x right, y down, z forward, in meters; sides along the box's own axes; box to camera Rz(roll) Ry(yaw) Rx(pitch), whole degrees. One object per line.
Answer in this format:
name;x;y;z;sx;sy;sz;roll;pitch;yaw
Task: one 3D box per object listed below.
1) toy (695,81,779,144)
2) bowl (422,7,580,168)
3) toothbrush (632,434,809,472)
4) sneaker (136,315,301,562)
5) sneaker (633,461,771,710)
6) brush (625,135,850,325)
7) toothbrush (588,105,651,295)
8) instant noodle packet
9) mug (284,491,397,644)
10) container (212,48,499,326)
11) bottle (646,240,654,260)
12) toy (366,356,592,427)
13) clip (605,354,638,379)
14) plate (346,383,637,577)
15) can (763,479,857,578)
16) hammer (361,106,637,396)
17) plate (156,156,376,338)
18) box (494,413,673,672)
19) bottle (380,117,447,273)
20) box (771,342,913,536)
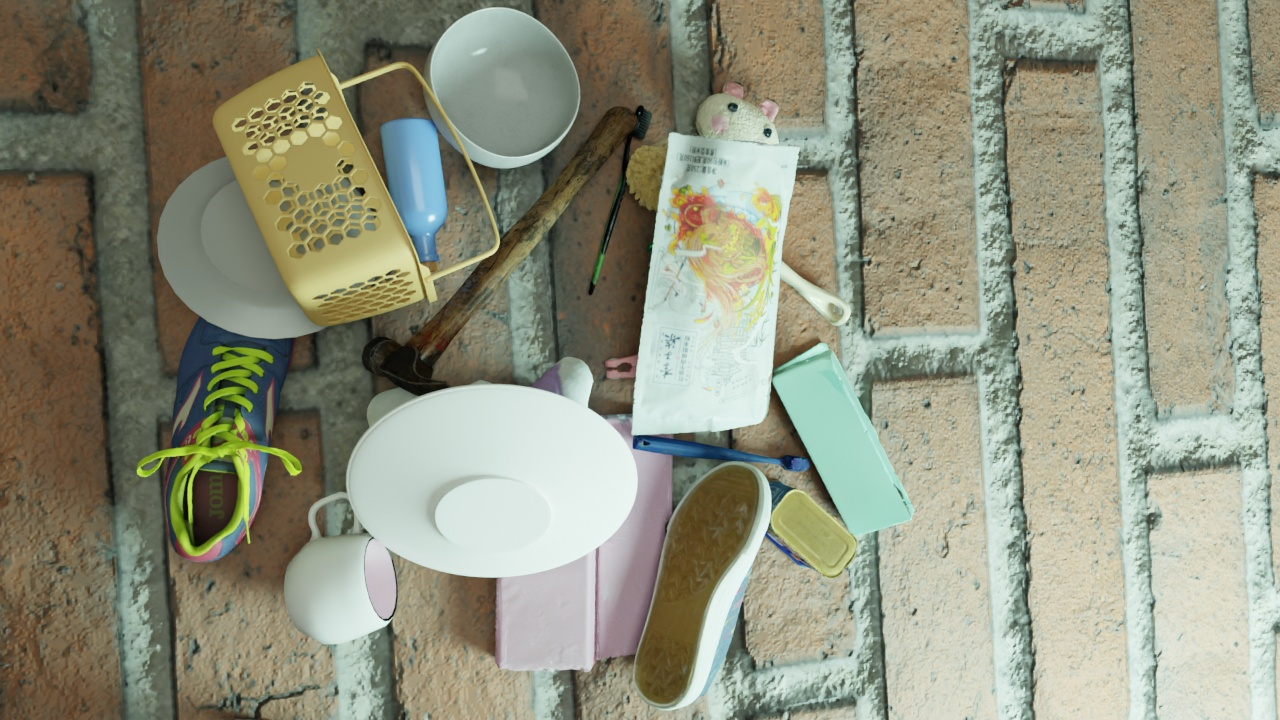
toy;0.091;-0.217;0.881;0.087;0.050;0.112;35;77;-12
bowl;-0.125;-0.234;0.808;0.131;0.064;0.131;2;85;-23
toothbrush;0.080;0.089;0.875;0.189;0.017;0.016;10;81;-24
sneaker;-0.328;0.043;0.743;0.116;0.091;0.241;8;87;-12
sneaker;0.064;0.210;0.863;0.079;0.087;0.235;34;74;-56
brush;0.099;-0.115;0.879;0.272;0.062;0.077;36;58;-16
toothbrush;-0.020;-0.151;0.866;0.017;0.014;0.188;17;86;-22
instant noodle packet;0.071;-0.062;0.825;0.146;0.057;0.269;-2;106;-25
mug;-0.255;0.173;0.768;0.076;0.090;0.123;-13;75;3
container;-0.215;-0.138;0.717;0.167;0.129;0.183;-25;80;-13
bottle;0.034;-0.061;0.866;0.042;0.043;0.110;-10;93;-15
toy;-0.135;0.077;0.774;0.209;0.085;0.137;-12;89;9
clip;-0.006;0.001;0.866;0.057;0.022;0.035;-6;95;-13
plate;-0.116;0.113;0.724;0.229;0.030;0.230;-3;131;-4
can;0.157;0.164;0.890;0.100;0.059;0.054;42;80;-12
hammer;-0.101;-0.103;0.801;0.329;0.120;0.033;-53;136;-18
plate;-0.303;-0.102;0.758;0.172;0.019;0.172;7;69;-18
box;-0.046;0.163;0.840;0.180;0.055;0.233;-1;90;-16
bottle;-0.194;-0.141;0.802;0.048;0.048;0.131;-8;92;-15
box;0.203;0.075;0.920;0.078;0.079;0.189;-26;98;27
